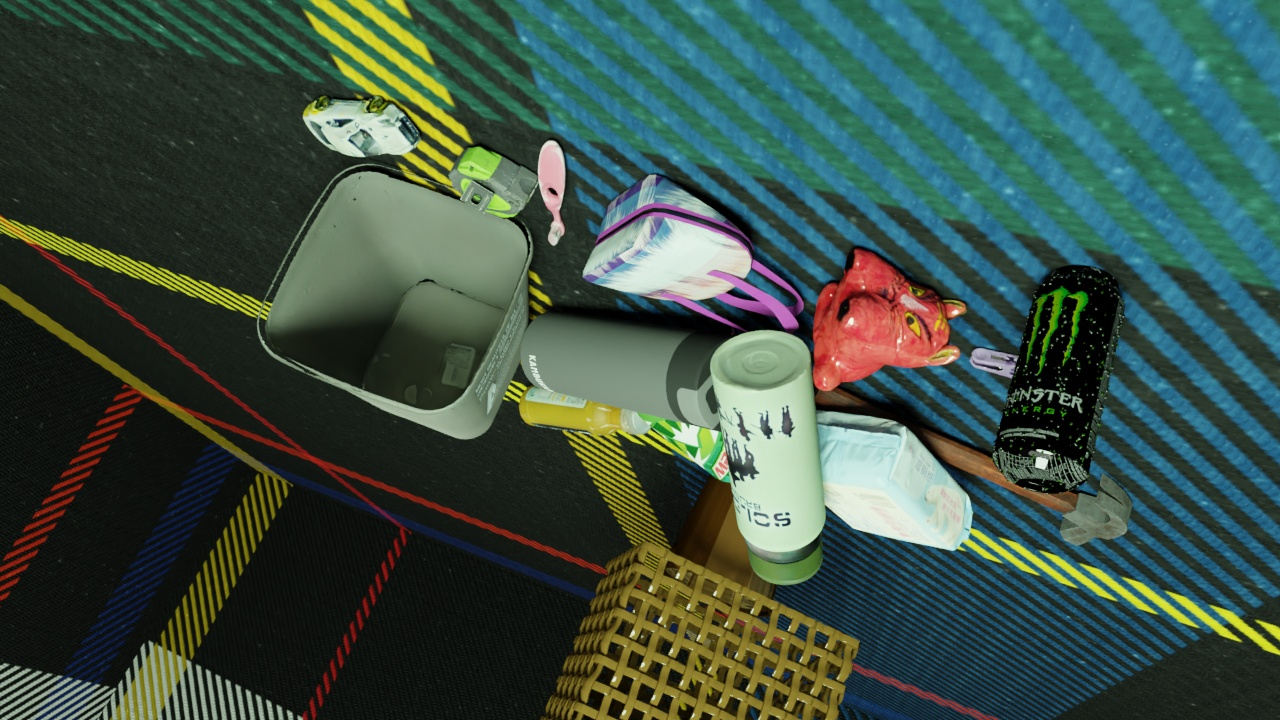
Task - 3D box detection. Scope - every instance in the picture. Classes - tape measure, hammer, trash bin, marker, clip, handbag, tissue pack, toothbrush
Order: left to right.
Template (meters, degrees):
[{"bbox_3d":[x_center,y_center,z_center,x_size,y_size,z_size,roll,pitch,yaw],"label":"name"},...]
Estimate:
[{"bbox_3d":[-0.206,-0.033,0.872,0.197,0.197,0.220,21,164,6],"label":"trash bin"},{"bbox_3d":[-0.120,-0.139,0.731,0.065,0.035,0.059,28,159,-10],"label":"tape measure"},{"bbox_3d":[-0.068,-0.130,0.725,0.021,0.016,0.135,19,158,5],"label":"toothbrush"},{"bbox_3d":[0.051,-0.064,0.705,0.170,0.068,0.145,27,158,-23],"label":"handbag"},{"bbox_3d":[0.089,0.003,0.859,0.019,0.019,0.146,13,156,26],"label":"marker"},{"bbox_3d":[0.219,0.110,0.832,0.112,0.069,0.182,4,154,44],"label":"tissue pack"},{"bbox_3d":[0.295,0.088,0.831,0.300,0.028,0.111,24,159,2],"label":"hammer"},{"bbox_3d":[0.275,0.006,0.686,0.052,0.014,0.041,5,153,34],"label":"clip"}]

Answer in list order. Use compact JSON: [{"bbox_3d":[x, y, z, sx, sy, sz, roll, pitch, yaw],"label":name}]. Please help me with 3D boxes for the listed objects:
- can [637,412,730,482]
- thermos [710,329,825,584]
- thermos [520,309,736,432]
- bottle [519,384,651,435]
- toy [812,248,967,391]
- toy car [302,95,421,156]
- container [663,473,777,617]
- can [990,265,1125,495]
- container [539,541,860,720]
[{"bbox_3d":[0.069,0.060,0.924,0.083,0.083,0.144,-1,147,47],"label":"can"},{"bbox_3d":[0.110,0.087,0.755,0.082,0.082,0.232,11,133,30],"label":"thermos"},{"bbox_3d":[-0.005,0.005,0.842,0.241,0.082,0.082,10,155,45],"label":"thermos"},{"bbox_3d":[-0.066,0.061,1.104,0.186,0.053,0.053,4,150,41],"label":"bottle"},{"bbox_3d":[0.172,-0.012,0.667,0.094,0.088,0.133,14,160,-4],"label":"toy"},{"bbox_3d":[-0.227,-0.186,0.741,0.106,0.033,0.048,9,152,31],"label":"toy car"},{"bbox_3d":[0.115,0.189,1.055,0.132,0.167,0.132,21,158,9],"label":"container"},{"bbox_3d":[0.252,0.011,0.550,0.054,0.137,0.054,20,158,8],"label":"can"},{"bbox_3d":[0.053,0.358,0.987,0.251,0.213,0.220,26,158,-4],"label":"container"}]
